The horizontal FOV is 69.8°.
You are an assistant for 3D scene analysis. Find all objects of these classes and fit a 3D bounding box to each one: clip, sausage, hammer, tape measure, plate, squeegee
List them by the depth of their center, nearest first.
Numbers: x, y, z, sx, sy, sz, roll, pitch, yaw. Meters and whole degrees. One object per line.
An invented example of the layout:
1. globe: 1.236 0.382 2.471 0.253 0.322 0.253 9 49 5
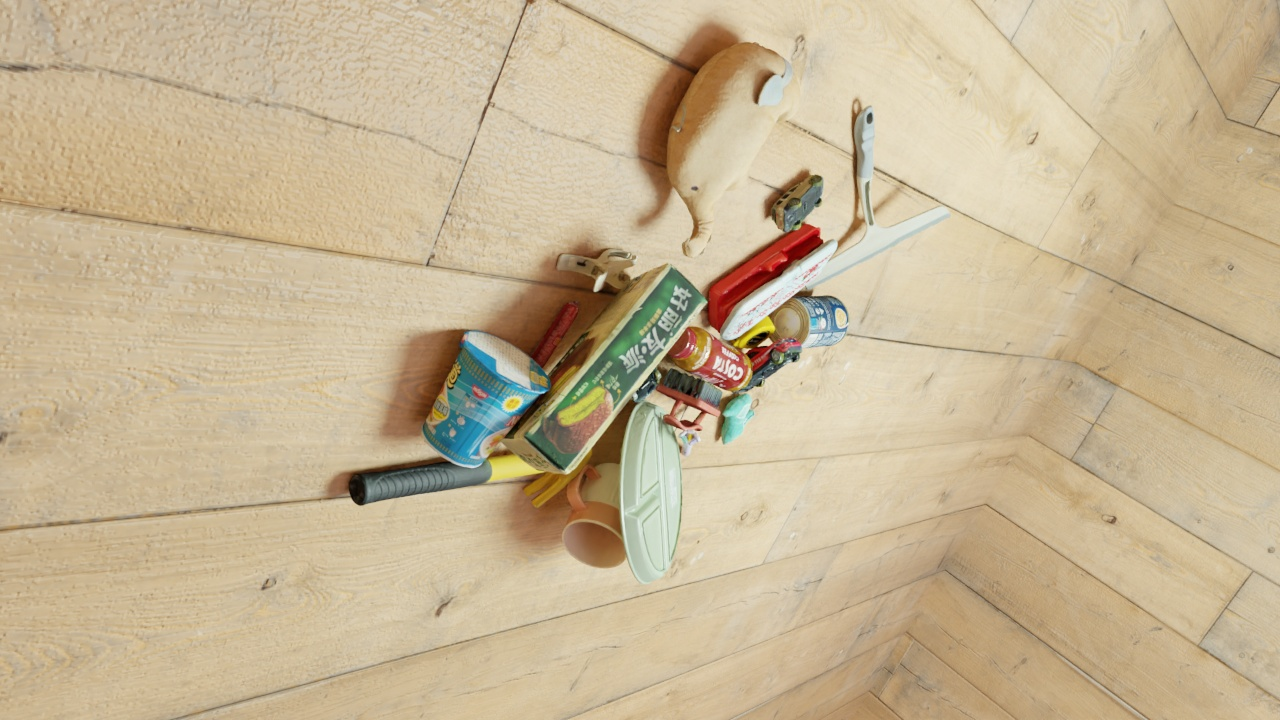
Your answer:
1. clip: -0.041 -0.096 0.967 0.098 0.064 0.034 -15 132 -53
2. sausage: -0.110 0.000 0.982 0.156 0.020 0.020 -55 147 3
3. hammer: -0.171 0.119 0.991 0.300 0.033 0.129 -3 132 -46
4. plate: 0.017 0.164 1.155 0.230 0.027 0.230 -1 89 -74
5. tape measure: 0.152 -0.041 1.249 0.057 0.029 0.060 -39 157 29
6. squeegee: 0.310 -0.247 1.256 0.246 0.039 0.247 -27 135 -7

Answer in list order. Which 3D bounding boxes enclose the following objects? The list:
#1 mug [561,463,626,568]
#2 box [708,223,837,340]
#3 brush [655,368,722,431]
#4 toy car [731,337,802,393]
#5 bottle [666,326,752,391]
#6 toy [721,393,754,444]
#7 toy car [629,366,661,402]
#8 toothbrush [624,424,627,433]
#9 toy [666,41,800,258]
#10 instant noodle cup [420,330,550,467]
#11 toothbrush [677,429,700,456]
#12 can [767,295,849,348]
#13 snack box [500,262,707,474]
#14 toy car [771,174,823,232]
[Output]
1. mug: -0.051 0.179 1.134 0.114 0.082 0.105 57 31 -26
2. box: 0.179 -0.097 1.204 0.200 0.068 0.091 -35 142 -27
3. brush: 0.066 0.058 1.196 0.069 0.063 0.145 -68 160 -3
4. toy car: 0.167 0.003 1.262 0.052 0.045 0.121 -4 154 -49
5. bottle: 0.085 -0.005 1.179 0.057 0.057 0.174 -57 147 5
6. toy: 0.143 0.084 1.360 0.096 0.030 0.092 -33 147 -39
7. toy car: -0.006 0.006 1.101 0.048 0.031 0.106 -38 141 -19
8. toothbrush: -0.009 0.170 1.250 0.027 0.026 0.225 -23 137 -26
9. toy: 0.081 -0.221 0.961 0.143 0.082 0.226 19 107 -43
10. instant noodle cup: -0.159 0.042 0.903 0.099 0.099 0.110 12 118 -54
11. toothbrush: 0.063 0.114 1.231 0.189 0.029 0.021 83 22 -78
12. can: 0.237 -0.055 1.303 0.111 0.075 0.075 -6 124 -48
13. snack box: -0.041 0.008 0.957 0.063 0.115 0.239 43 72 -14
14. toy car: 0.202 -0.203 1.165 0.090 0.035 0.042 -43 147 -25
